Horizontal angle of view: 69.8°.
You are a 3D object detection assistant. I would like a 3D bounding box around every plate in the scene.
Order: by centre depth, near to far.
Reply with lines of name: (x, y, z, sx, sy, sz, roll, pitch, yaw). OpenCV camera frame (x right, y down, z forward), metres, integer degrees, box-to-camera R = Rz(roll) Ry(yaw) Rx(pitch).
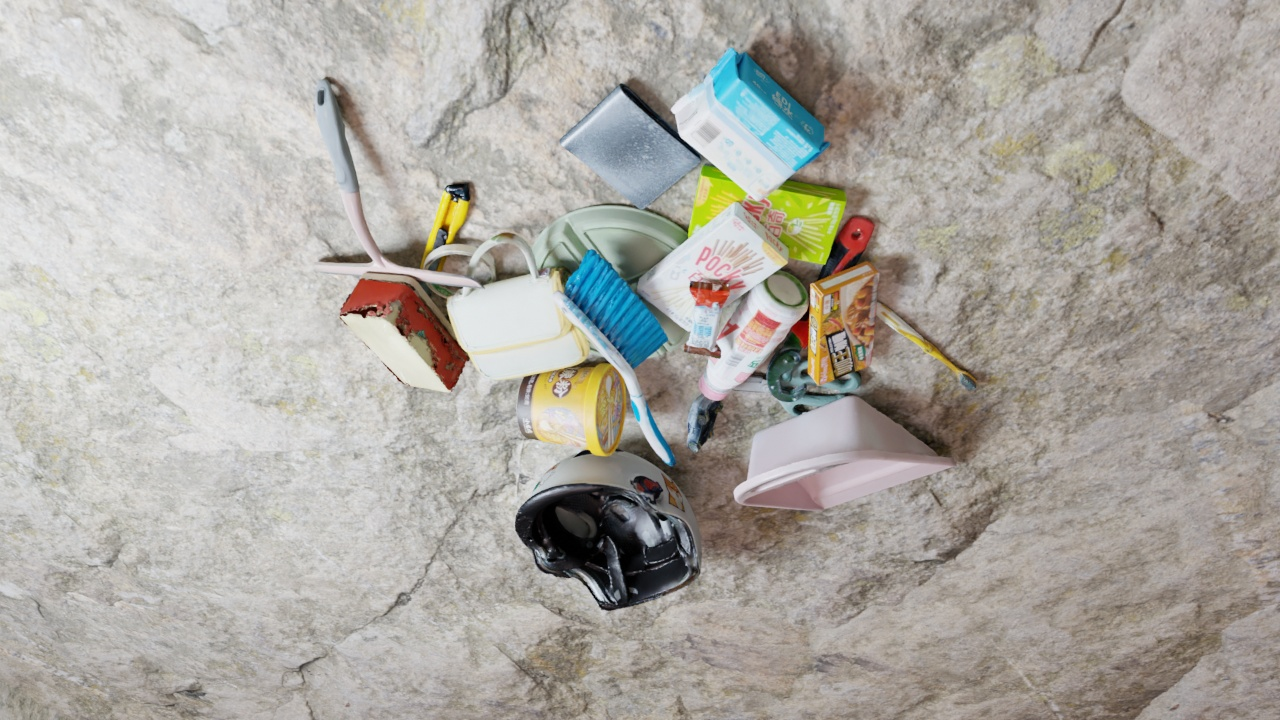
plate: (-0.025, -0.083, 1.091, 0.230, 0.027, 0.231, 6, 134, 6)

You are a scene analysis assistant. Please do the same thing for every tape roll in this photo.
tape roll: (-0.217, -0.105, 1.100, 0.086, 0.013, 0.086, -3, 141, -2)

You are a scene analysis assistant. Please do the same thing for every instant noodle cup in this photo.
instant noodle cup: (-0.089, 0.060, 1.186, 0.114, 0.118, 0.119, 4, 135, 18)

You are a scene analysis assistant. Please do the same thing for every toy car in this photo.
toy car: (0.082, 0.083, 1.224, 0.034, 0.042, 0.091, 29, 135, 20)

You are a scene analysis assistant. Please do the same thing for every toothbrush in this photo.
toothbrush: (0.339, -0.016, 1.096, 0.191, 0.018, 0.016, 34, 129, -21)

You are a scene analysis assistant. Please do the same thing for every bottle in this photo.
bottle: (0.127, -0.022, 1.098, 0.068, 0.068, 0.197, 20, 138, -10)

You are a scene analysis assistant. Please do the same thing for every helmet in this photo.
helmet: (-0.035, 0.215, 1.293, 0.274, 0.156, 0.231, 40, 124, -21)

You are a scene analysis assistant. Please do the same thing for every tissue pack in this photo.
tissue pack: (0.109, -0.229, 0.898, 0.140, 0.063, 0.090, 35, 131, -21)

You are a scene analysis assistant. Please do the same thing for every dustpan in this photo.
dustpan: (0.249, 0.161, 1.185, 0.273, 0.138, 0.223, 37, 133, -27)

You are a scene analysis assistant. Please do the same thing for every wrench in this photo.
wrench: (0.205, -0.053, 1.075, 0.056, 0.016, 0.274, 14, 130, -4)

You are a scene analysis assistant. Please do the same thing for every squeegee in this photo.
squeegee: (-0.316, -0.185, 1.017, 0.248, 0.040, 0.250, 7, 129, 25)

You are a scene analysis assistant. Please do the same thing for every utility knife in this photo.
utility knife: (-0.236, -0.135, 1.086, 0.033, 0.015, 0.196, 23, 134, -9)

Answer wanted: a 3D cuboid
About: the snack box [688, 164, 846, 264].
snack box: (0.135, -0.157, 0.991, 0.156, 0.026, 0.086, 11, 134, 0)

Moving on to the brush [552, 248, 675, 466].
brush: (-0.006, 0.006, 1.085, 0.109, 0.060, 0.314, -48, 130, -7)

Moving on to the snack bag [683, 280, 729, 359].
snack bag: (0.074, -0.045, 1.034, 0.048, 0.026, 0.104, 10, 136, 10)

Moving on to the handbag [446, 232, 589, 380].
handbag: (-0.152, -0.063, 1.079, 0.164, 0.063, 0.179, -10, 126, 24)

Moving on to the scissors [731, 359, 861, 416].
scissors: (0.195, 0.049, 1.187, 0.186, 0.019, 0.132, -7, 132, 19)

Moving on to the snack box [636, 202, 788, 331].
snack box: (0.078, -0.100, 1.018, 0.084, 0.026, 0.157, 37, 130, -23)

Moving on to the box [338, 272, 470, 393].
box: (-0.287, -0.024, 1.126, 0.091, 0.079, 0.168, 7, 149, 25)

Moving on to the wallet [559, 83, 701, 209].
wallet: (-0.010, -0.221, 0.962, 0.121, 0.019, 0.097, 37, 131, -25)

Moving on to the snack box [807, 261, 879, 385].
snack box: (0.233, -0.040, 1.058, 0.075, 0.026, 0.154, -22, 138, -10)
